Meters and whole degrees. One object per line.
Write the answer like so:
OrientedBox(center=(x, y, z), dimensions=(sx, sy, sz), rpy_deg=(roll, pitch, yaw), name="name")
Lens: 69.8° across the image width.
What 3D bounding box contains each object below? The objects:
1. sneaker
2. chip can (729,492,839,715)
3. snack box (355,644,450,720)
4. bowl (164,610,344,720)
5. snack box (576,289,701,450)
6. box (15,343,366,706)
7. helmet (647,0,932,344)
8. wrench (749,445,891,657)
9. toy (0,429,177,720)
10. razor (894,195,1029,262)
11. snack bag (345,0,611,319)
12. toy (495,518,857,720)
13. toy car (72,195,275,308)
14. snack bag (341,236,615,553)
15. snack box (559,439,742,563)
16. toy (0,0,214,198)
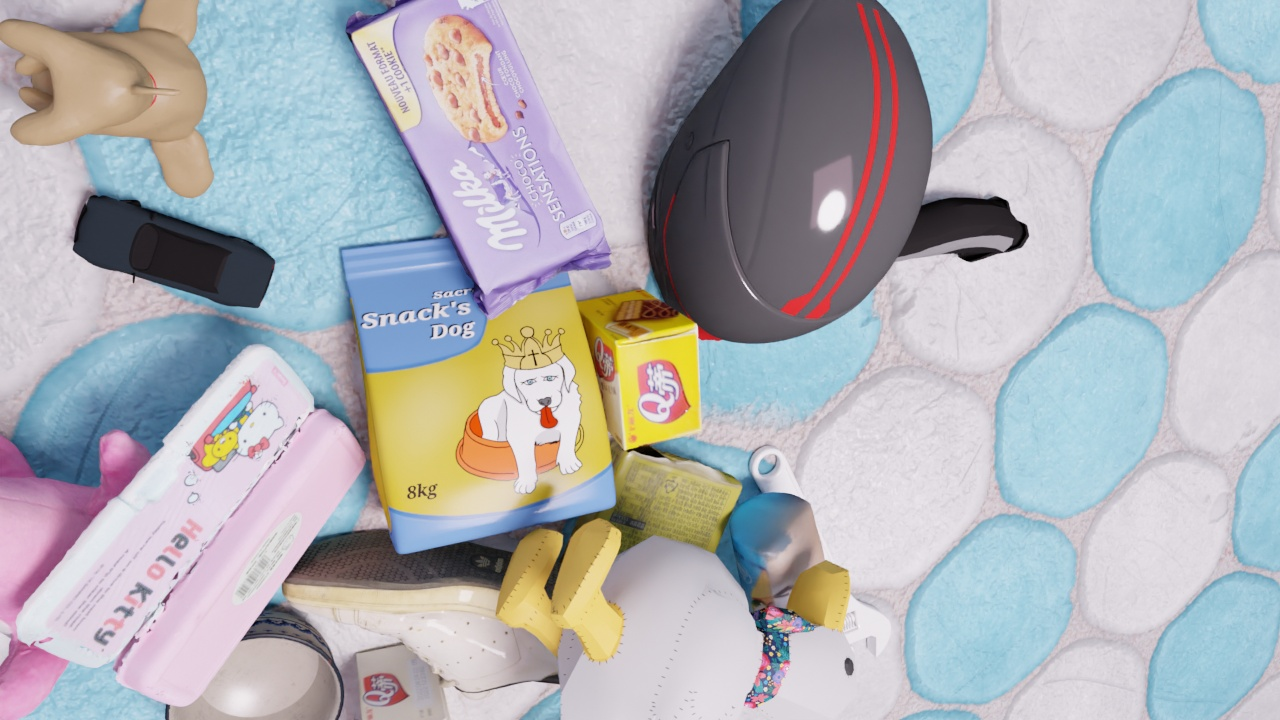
OrientedBox(center=(-0.141, 0.195, 0.678), dimensions=(0.241, 0.089, 0.102), rpy_deg=(12, 105, -11), name="sneaker")
OrientedBox(center=(0.130, 0.221, 0.792), dimensions=(0.079, 0.080, 0.230), rpy_deg=(-23, 124, -13), name="chip can")
OrientedBox(center=(-0.178, 0.349, 0.716), dimensions=(0.061, 0.110, 0.230), rpy_deg=(-6, 110, -19), name="snack box")
OrientedBox(center=(-0.277, 0.232, 0.665), dimensions=(0.115, 0.059, 0.116), rpy_deg=(-7, 110, -19), name="bowl")
OrientedBox(center=(-0.004, 0.004, 0.666), dimensions=(0.061, 0.106, 0.084), rpy_deg=(-12, 112, -18), name="snack box")
OrientedBox(center=(-0.256, 0.105, 0.563), dimensions=(0.200, 0.045, 0.155), rpy_deg=(-59, 162, -25), name="box")
OrientedBox(center=(0.108, -0.120, 0.632), dimensions=(0.164, 0.170, 0.265), rpy_deg=(10, 103, -24), name="helmet")
OrientedBox(center=(0.164, 0.184, 0.847), dimensions=(0.066, 0.018, 0.273), rpy_deg=(-34, 116, -8), name="wrench")
OrientedBox(center=(-0.340, 0.093, 0.524), dimensions=(0.127, 0.186, 0.266), rpy_deg=(-29, 153, -6), name="toy")
OrientedBox(center=(0.240, -0.105, 0.758), dimensions=(0.156, 0.057, 0.060), rpy_deg=(-5, 141, -21), name="razor")
OrientedBox(center=(-0.102, -0.136, 0.593), dimensions=(0.096, 0.058, 0.205), rpy_deg=(-28, 107, -14), name="snack bag")
OrientedBox(center=(0.034, 0.205, 0.610), dimensions=(0.267, 0.141, 0.246), rpy_deg=(37, 59, -21), name="toy")
OrientedBox(center=(-0.288, -0.066, 0.571), dimensions=(0.112, 0.034, 0.046), rpy_deg=(19, 100, -26), name="toy car")
OrientedBox(center=(-0.113, 0.015, 0.641), dimensions=(0.158, 0.102, 0.205), rpy_deg=(-10, 92, -18), name="snack bag")
OrientedBox(center=(-0.002, 0.158, 0.757), dimensions=(0.121, 0.045, 0.181), rpy_deg=(20, 97, -23), name="snack box")
OrientedBox(center=(-0.289, -0.151, 0.506), dimensions=(0.105, 0.108, 0.134), rpy_deg=(2, 108, -5), name="toy")
